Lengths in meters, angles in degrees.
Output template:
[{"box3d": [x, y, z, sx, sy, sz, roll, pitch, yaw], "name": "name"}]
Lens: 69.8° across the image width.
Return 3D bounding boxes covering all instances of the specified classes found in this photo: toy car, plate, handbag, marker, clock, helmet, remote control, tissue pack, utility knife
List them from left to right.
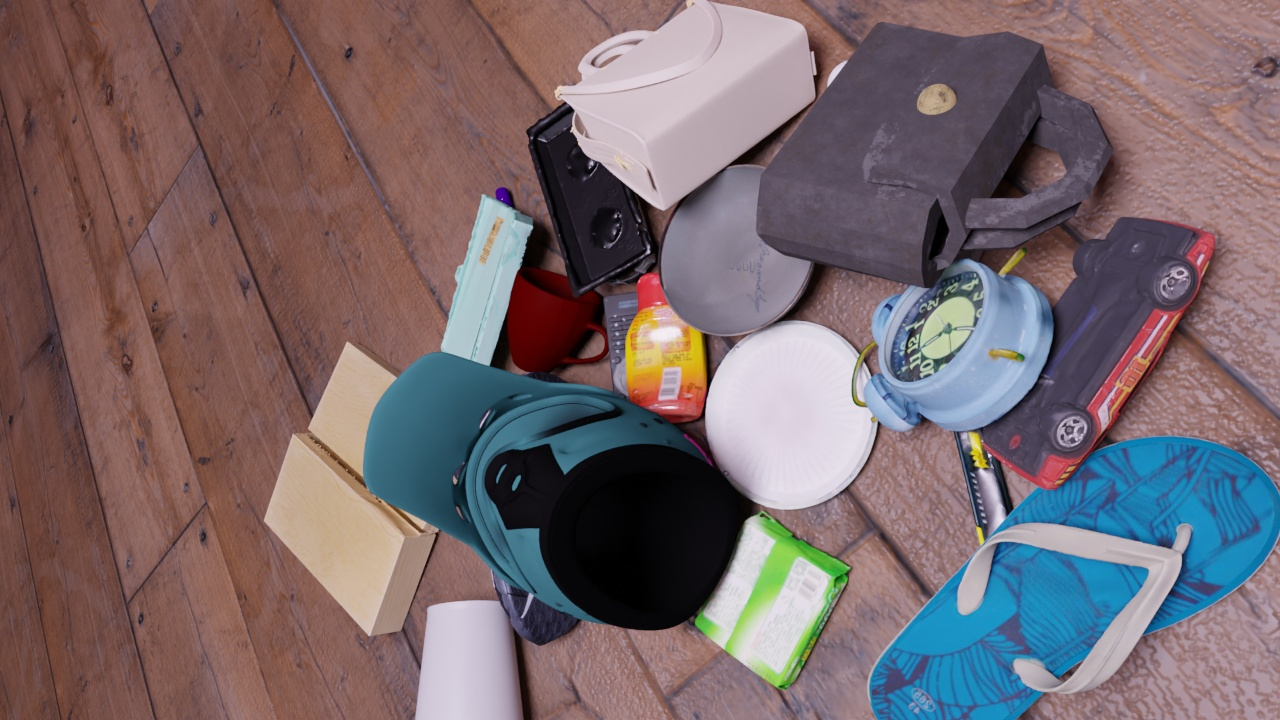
[{"box3d": [-0.134, -0.126, 0.981, 0.015, 0.018, 0.133, -28, 69, 33], "name": "marker"}, {"box3d": [-0.063, 0.101, 0.721, 0.200, 0.274, 0.176, 21, 83, 43], "name": "helmet"}, {"box3d": [-0.036, -0.156, 0.880, 0.094, 0.071, 0.191, -30, 66, 27], "name": "toy car"}, {"box3d": [-0.005, 0.005, 0.856, 0.045, 0.021, 0.140, -7, 75, 3], "name": "remote control"}, {"box3d": [0.021, -0.246, 0.810, 0.194, 0.101, 0.198, -38, 50, -13], "name": "handbag"}, {"box3d": [0.102, 0.192, 0.739, 0.099, 0.034, 0.114, 31, 99, 37], "name": "tissue pack"}, {"box3d": [0.124, 0.045, 0.762, 0.157, 0.014, 0.157, -7, 78, 36], "name": "plate"}, {"box3d": [0.214, -0.008, 0.655, 0.162, 0.060, 0.117, -35, 33, 50], "name": "clock"}, {"box3d": [0.210, -0.143, 0.631, 0.200, 0.102, 0.196, 20, 61, 32], "name": "handbag"}, {"box3d": [0.250, 0.100, 0.658, 0.029, 0.020, 0.172, -20, 69, 30], "name": "utility knife"}, {"box3d": [0.298, -0.007, 0.606, 0.189, 0.056, 0.081, -62, 18, 10], "name": "toy car"}]

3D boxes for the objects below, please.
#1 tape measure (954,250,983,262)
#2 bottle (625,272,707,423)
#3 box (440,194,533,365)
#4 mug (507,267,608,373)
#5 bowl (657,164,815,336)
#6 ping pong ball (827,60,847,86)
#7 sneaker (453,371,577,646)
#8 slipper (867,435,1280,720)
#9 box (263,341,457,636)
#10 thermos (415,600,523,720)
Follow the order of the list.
[{"box3d": [0.234, -0.099, 0.702, 0.062, 0.020, 0.060, 31, 100, 35], "name": "tape measure"}, {"box3d": [0.022, -0.012, 0.822, 0.071, 0.048, 0.134, -6, 75, 15], "name": "bottle"}, {"box3d": [-0.161, -0.070, 0.964, 0.187, 0.052, 0.138, -70, 25, 15], "name": "box"}, {"box3d": [-0.081, -0.027, 0.892, 0.114, 0.087, 0.088, 27, 108, 17], "name": "mug"}, {"box3d": [0.091, -0.088, 0.783, 0.151, 0.056, 0.150, -7, 77, 35], "name": "bowl"}, {"box3d": [0.175, -0.227, 0.756, 0.040, 0.040, 0.040, -7, 77, 35], "name": "ping pong ball"}, {"box3d": [-0.129, 0.142, 0.890, 0.151, 0.097, 0.252, -9, 82, 52], "name": "sneaker"}, {"box3d": [0.264, 0.153, 0.593, 0.295, 0.060, 0.118, -45, 59, 13], "name": "slipper"}, {"box3d": [-0.313, 0.138, 1.053, 0.247, 0.068, 0.253, 29, 93, 35], "name": "box"}, {"box3d": [-0.160, 0.344, 0.858, 0.132, 0.131, 0.221, -19, 63, 32], "name": "thermos"}]
